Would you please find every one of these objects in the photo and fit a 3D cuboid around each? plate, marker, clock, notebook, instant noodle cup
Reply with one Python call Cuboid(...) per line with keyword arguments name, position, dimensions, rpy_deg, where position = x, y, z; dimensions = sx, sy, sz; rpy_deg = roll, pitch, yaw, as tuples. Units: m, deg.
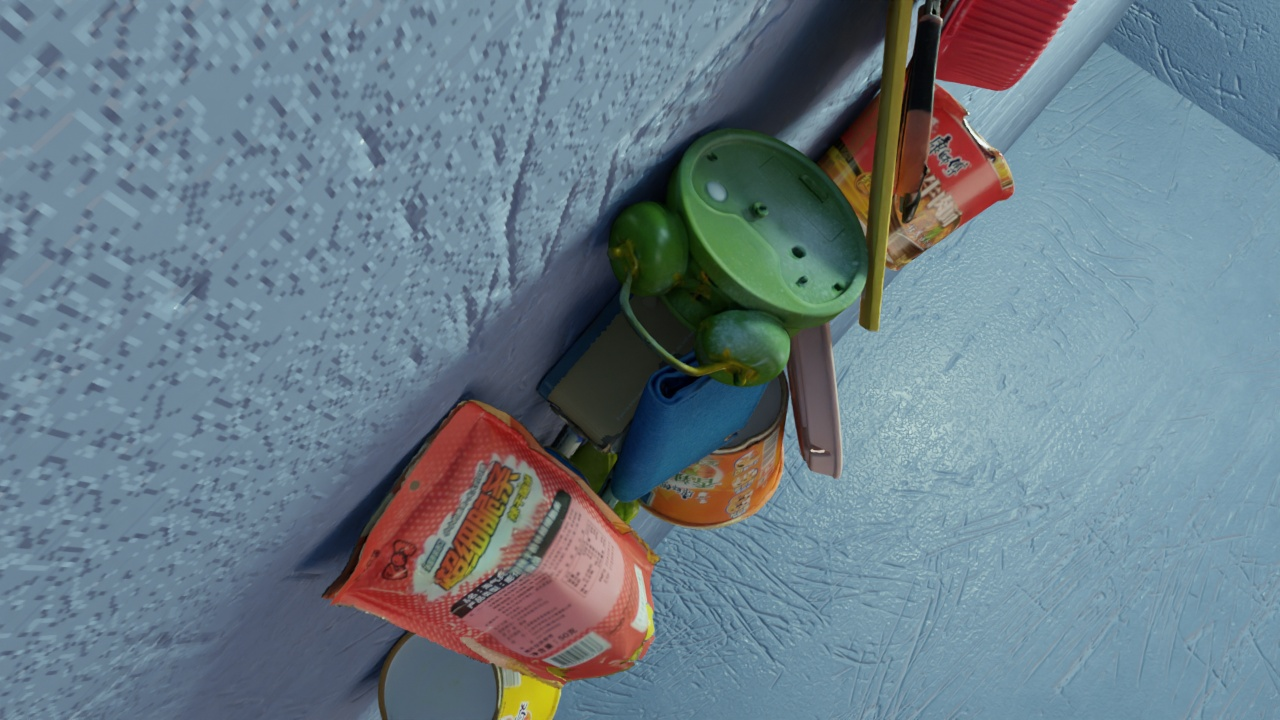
Cuboid(name="plate", position=(0.123, -0.023, 0.700), dimensions=(0.028, 0.229, 0.229), rpy_deg=(-8, 171, 7))
Cuboid(name="marker", position=(-0.069, 0.084, 0.713), dimensions=(0.146, 0.017, 0.016), rpy_deg=(-55, 167, 29))
Cuboid(name="clock", position=(0.049, -0.052, 0.479), dimensions=(0.160, 0.116, 0.056), rpy_deg=(-43, 177, -40))
Cuboid(name="notebook", position=(0.144, -0.122, 0.542), dimensions=(0.145, 0.010, 0.206), rpy_deg=(-20, 115, -78))
Cuboid(name="instant noodle cup", position=(-0.148, 0.275, 0.774), dimensions=(0.138, 0.138, 0.110), rpy_deg=(-49, 161, -2))
Cuboid(name="instant noodle cup", position=(0.054, 0.048, 0.756), dimensions=(0.151, 0.151, 0.112), rpy_deg=(-43, 159, -26))
Cuboid(name="instant noodle cup", position=(0.210, -0.147, 0.740), dimensions=(0.109, 0.138, 0.137), rpy_deg=(-42, 169, 9))
Cuboid(name="instant noodle cup", position=(0.231, -0.239, 0.556), dimensions=(0.193, 0.066, 0.194), rpy_deg=(-62, 175, -10))

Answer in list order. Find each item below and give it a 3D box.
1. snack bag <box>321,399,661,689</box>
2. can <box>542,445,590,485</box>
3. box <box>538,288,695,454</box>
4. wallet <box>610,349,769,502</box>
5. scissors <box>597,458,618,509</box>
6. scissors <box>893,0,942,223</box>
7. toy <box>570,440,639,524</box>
Cuboid(name="snack bag", position=(-0.069, 0.118, 0.526), dimensions=(0.128, 0.073, 0.208), rpy_deg=(-51, 134, -7))
Cuboid(name="can", position=(-0.089, 0.121, 0.664), dimensions=(0.083, 0.057, 0.102), rpy_deg=(-40, 165, -44))
Cuboid(name="box", position=(0.020, -0.025, 0.587), dimensions=(0.184, 0.063, 0.090), rpy_deg=(-51, 169, -1))
Cuboid(name="wallet", position=(0.034, 0.027, 0.556), dimensions=(0.106, 0.040, 0.133), rpy_deg=(-32, 160, -27))
Cuboid(name="scissors", position=(-0.052, 0.130, 0.644), dimensions=(0.175, 0.019, 0.169), rpy_deg=(-55, 172, 23))
Cuboid(name="scissors", position=(0.147, -0.172, 0.464), dimensions=(0.209, 0.015, 0.182), rpy_deg=(57, 40, -72))
Cuboid(name="toy", position=(-0.035, 0.110, 0.754), dimensions=(0.031, 0.100, 0.097), rpy_deg=(9, 103, -36))
